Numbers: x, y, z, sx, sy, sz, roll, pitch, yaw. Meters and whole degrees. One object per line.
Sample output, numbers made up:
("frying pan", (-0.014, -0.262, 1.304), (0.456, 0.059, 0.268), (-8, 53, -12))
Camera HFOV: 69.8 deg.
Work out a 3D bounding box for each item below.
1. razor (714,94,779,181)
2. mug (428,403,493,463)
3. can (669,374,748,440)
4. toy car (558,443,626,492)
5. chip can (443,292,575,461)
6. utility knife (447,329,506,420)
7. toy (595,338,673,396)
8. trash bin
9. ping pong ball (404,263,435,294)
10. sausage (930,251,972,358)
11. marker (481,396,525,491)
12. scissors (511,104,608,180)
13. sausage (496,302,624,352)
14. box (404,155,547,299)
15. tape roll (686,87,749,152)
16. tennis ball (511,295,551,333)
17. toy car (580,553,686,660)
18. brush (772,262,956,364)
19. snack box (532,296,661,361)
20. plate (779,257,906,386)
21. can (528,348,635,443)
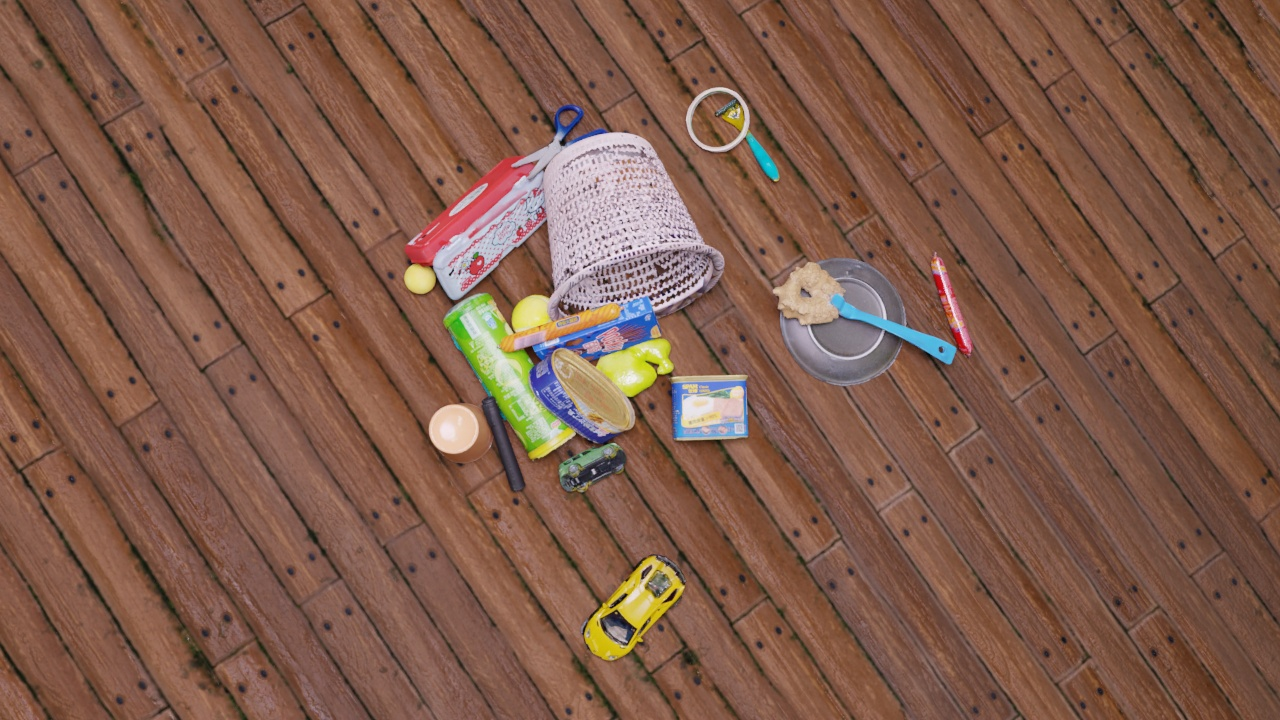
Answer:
("razor", (0.155, -0.302, 1.270), (0.043, 0.028, 0.132), (-34, 83, 11))
("mug", (-0.226, 0.088, 1.142), (0.078, 0.123, 0.078), (1, 83, -5))
("can", (0.091, 0.062, 1.208), (0.102, 0.057, 0.083), (-1, 86, -5))
("toy car", (-0.063, 0.136, 1.190), (0.091, 0.043, 0.036), (-23, 44, -2))
("chip can", (-0.168, 0.018, 1.174), (0.072, 0.072, 0.221), (-33, 92, -8))
("utility knife", (-0.204, 0.019, 1.208), (0.029, 0.013, 0.164), (-31, 90, -13))
("toy", (-0.007, 0.007, 1.217), (0.097, 0.031, 0.100), (22, 76, 7))
("trash bin", (-0.029, -0.168, 1.158), (0.227, 0.228, 0.192), (-14, 72, -7))
("ping pong ball", (-0.288, -0.107, 1.200), (0.040, 0.040, 0.040), (1, 83, -5))
("sausage", (0.431, -0.077, 1.274), (0.020, 0.020, 0.156), (-17, 85, -7))
("marker", (-0.174, 0.107, 1.167), (0.020, 0.022, 0.132), (-7, 114, 18))
("scissors", (-0.100, -0.279, 1.214), (0.141, 0.012, 0.170), (17, 55, -19))
("sausage", (-0.099, -0.040, 1.129), (0.165, 0.021, 0.021), (-17, 85, 3))
("box", (-0.197, -0.169, 1.193), (0.201, 0.095, 0.099), (-47, 119, -21))
("tape roll", (0.107, -0.331, 1.260), (0.086, 0.014, 0.086), (1, 94, 15))
("tennis ball", (-0.135, -0.052, 1.196), (0.065, 0.065, 0.065), (1, 83, -5))
("toy car", (-0.008, 0.319, 1.177), (0.155, 0.041, 0.071), (-45, 89, -7))
("brush", (0.299, -0.056, 1.218), (0.254, 0.046, 0.083), (23, 78, 2))
("snack box", (-0.055, -0.032, 1.177), (0.157, 0.084, 0.026), (-19, 68, 3))
("plate", (0.280, -0.056, 1.255), (0.179, 0.024, 0.179), (1, 83, -5))
("can", (-0.074, 0.046, 1.163), (0.049, 0.074, 0.148), (-32, 124, 29))
